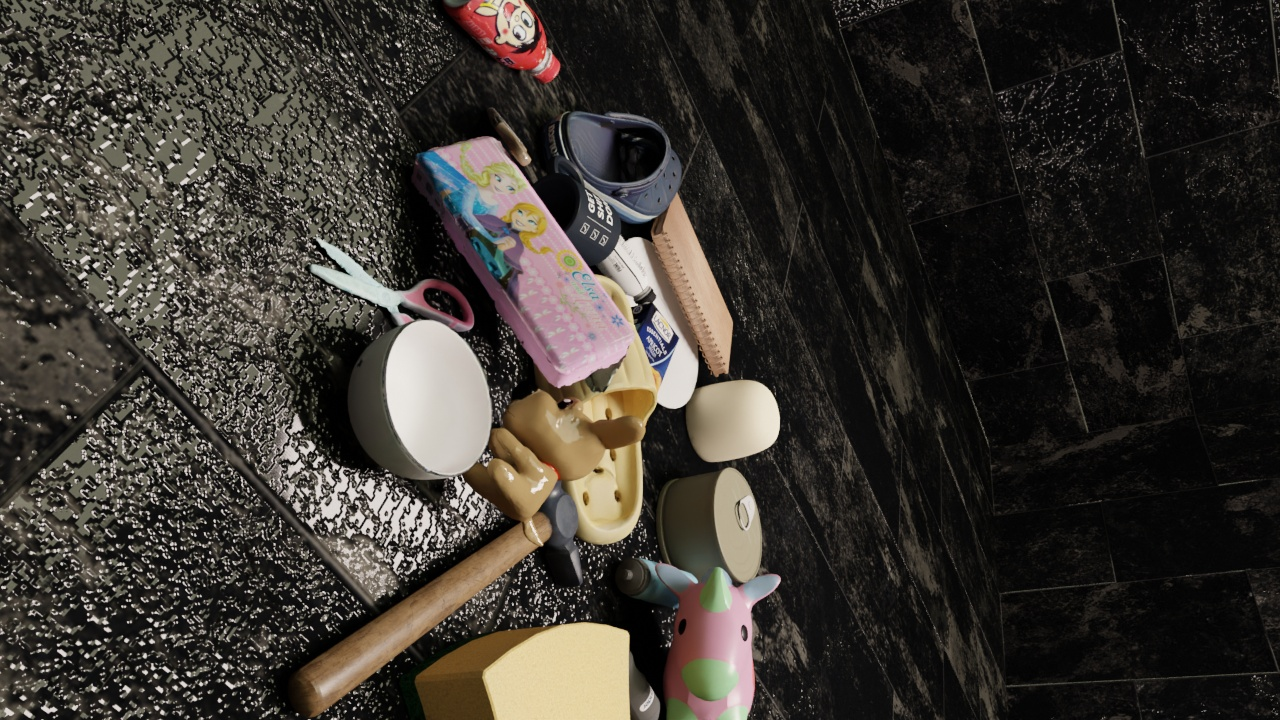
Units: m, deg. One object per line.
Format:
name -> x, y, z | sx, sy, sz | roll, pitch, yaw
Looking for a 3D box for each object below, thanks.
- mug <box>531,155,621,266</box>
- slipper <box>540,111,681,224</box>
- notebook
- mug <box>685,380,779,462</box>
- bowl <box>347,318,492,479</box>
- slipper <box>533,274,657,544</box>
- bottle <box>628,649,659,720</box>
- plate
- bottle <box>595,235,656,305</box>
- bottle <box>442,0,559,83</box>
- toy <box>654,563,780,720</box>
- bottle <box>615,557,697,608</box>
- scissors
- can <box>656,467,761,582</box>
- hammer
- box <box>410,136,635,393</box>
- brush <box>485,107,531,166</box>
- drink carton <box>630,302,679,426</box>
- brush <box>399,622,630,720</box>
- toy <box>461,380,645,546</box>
mug -> -0.071, -0.155, 0.921 | 0.077, 0.071, 0.105 | 24, 54, -58
slipper -> -0.013, -0.224, 1.045 | 0.252, 0.095, 0.105 | -2, 76, -59
notebook -> 0.070, -0.100, 1.190 | 0.168, 0.022, 0.210 | -75, 143, -62
mug -> 0.128, 0.077, 1.160 | 0.120, 0.100, 0.096 | 37, 46, -51
bowl -> -0.165, 0.032, 0.658 | 0.113, 0.063, 0.113 | 36, 47, -52
slipper -> -0.036, 0.040, 0.857 | 0.111, 0.079, 0.261 | 0, 81, -30
bottle -> -0.006, 0.314, 0.859 | 0.110, 0.036, 0.036 | 64, 29, -23
plate -> 0.016, -0.044, 1.096 | 0.208, 0.015, 0.208 | 37, 47, -52
bottle -> -0.025, -0.106, 0.993 | 0.116, 0.041, 0.041 | 51, 34, -17
bottle -> -0.129, -0.324, 0.900 | 0.137, 0.062, 0.061 | 34, 49, -52
toy -> 0.069, 0.300, 0.912 | 0.222, 0.120, 0.170 | 84, 11, -62
bottle -> 0.016, 0.228, 0.940 | 0.130, 0.040, 0.040 | 33, 49, -53
scissors -> -0.188, -0.030, 0.701 | 0.179, 0.016, 0.105 | 27, 54, -57
can -> 0.079, 0.191, 1.042 | 0.127, 0.073, 0.127 | 36, 47, -52
hammer -> -0.136, 0.169, 0.686 | 0.320, 0.040, 0.129 | -27, 105, -62
box -> -0.107, -0.068, 0.774 | 0.086, 0.106, 0.230 | -25, 71, -34
brush -> -0.119, -0.202, 0.838 | 0.039, 0.012, 0.151 | 48, 6, -31
drink carton -> -0.006, 0.006, 0.976 | 0.064, 0.040, 0.129 | 52, 46, -35
brush -> -0.074, 0.327, 0.679 | 0.194, 0.075, 0.250 | 14, 66, -60
toy -> -0.077, 0.073, 0.715 | 0.108, 0.134, 0.106 | -46, 110, -30
